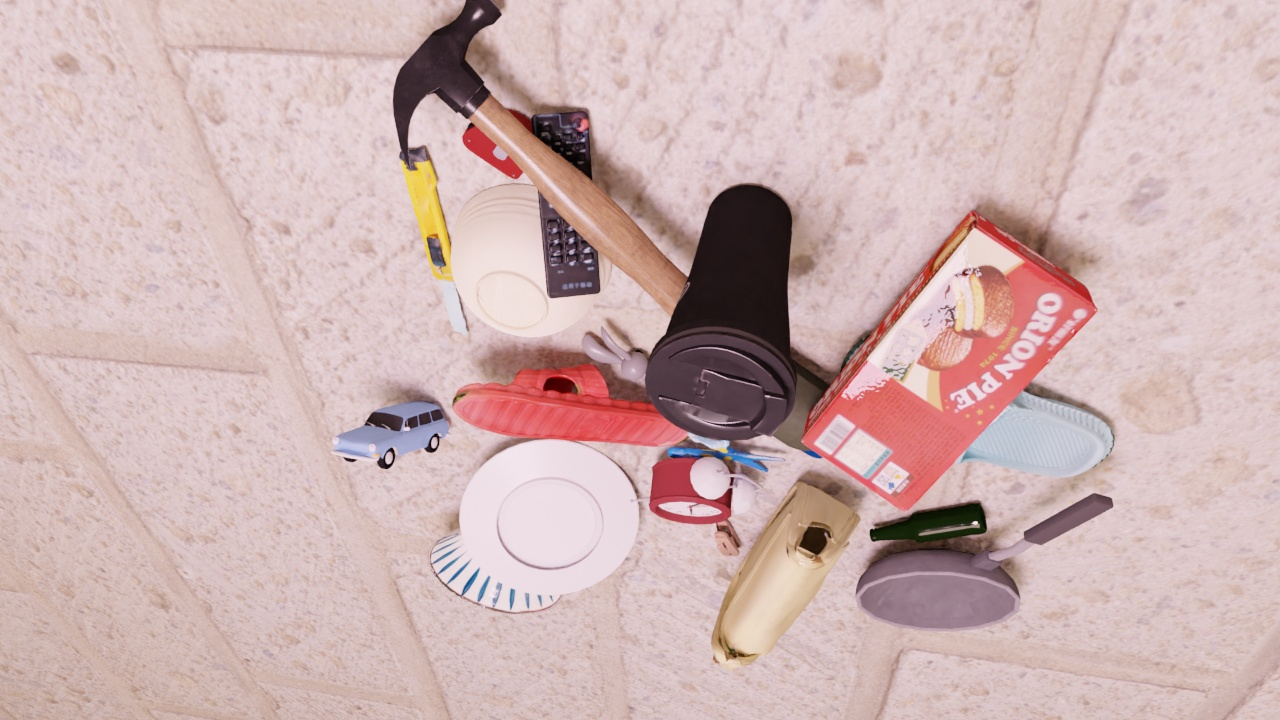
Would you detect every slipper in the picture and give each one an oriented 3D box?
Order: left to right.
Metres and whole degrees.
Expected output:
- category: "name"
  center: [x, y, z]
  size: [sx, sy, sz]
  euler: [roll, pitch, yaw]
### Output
- category: "slipper"
  center: [-0.065, 0.041, 0.940]
  size: [0.248, 0.059, 0.104]
  euler: [8, 153, -15]
- category: "slipper"
  center: [0.312, 0.058, 0.854]
  size: [0.276, 0.069, 0.116]
  euler: [21, 139, -6]

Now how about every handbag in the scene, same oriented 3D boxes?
- category: "handbag"
  center: [0.161, 0.236, 1.002]
  size: [0.088, 0.190, 0.233]
  euler: [31, 123, 8]

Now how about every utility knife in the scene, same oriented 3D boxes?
- category: "utility knife"
  center: [-0.190, -0.105, 0.868]
  size: [0.030, 0.019, 0.218]
  euler: [12, 139, 17]

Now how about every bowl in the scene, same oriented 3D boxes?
- category: "bowl"
  center: [-0.174, 0.246, 1.168]
  size: [0.177, 0.070, 0.178]
  euler: [8, 135, 8]
- category: "bowl"
  center: [-0.107, -0.075, 0.830]
  size: [0.151, 0.075, 0.151]
  euler: [8, 136, 7]

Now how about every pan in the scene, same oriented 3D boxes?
- category: "pan"
  center: [0.364, 0.213, 0.975]
  size: [0.178, 0.041, 0.358]
  euler: [16, 145, -11]

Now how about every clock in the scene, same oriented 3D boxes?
- category: "clock"
  center: [0.065, 0.141, 0.995]
  size: [0.138, 0.048, 0.096]
  euler: [-14, 147, 37]

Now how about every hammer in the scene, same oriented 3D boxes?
- category: "hammer"
  center: [-0.060, -0.130, 0.728]
  size: [0.305, 0.040, 0.132]
  euler: [42, 92, -20]

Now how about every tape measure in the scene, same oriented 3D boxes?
- category: "tape measure"
  center: [-0.114, -0.184, 0.763]
  size: [0.059, 0.019, 0.052]
  euler: [32, 133, -17]

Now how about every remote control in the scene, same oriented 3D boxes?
- category: "remote control"
  center: [-0.062, -0.128, 0.759]
  size: [0.047, 0.022, 0.150]
  euler: [-6, 107, -10]

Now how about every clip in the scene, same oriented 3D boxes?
- category: "clip"
  center: [0.102, 0.215, 1.092]
  size: [0.026, 0.049, 0.061]
  euler: [-3, 105, 17]

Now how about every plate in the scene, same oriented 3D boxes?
- category: "plate"
  center: [-0.105, 0.188, 1.065]
  size: [0.208, 0.015, 0.209]
  euler: [-1, 112, -4]

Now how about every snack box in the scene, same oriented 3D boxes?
- category: "snack box"
  center: [0.248, 0.005, 0.764]
  size: [0.113, 0.060, 0.237]
  euler: [34, 118, 2]

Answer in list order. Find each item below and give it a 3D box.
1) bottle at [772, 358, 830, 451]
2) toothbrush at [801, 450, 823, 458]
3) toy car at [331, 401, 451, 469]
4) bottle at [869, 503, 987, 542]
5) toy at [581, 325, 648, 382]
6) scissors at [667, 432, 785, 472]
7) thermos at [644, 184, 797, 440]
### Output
- category: "bottle"
  center: [0.139, 0.038, 0.877]
  size: [0.206, 0.071, 0.072]
  euler: [33, 133, -17]
- category: "toothbrush"
  center: [0.148, 0.064, 0.939]
  size: [0.022, 0.017, 0.135]
  euler: [-24, 124, 38]
- category: "toy car"
  center: [-0.265, 0.078, 0.988]
  size: [0.056, 0.153, 0.055]
  euler: [8, 99, 20]
- category: "bottle"
  center: [0.311, 0.182, 1.000]
  size: [0.123, 0.032, 0.033]
  euler: [-16, 128, 29]
- category: "toy"
  center: [-0.006, 0.005, 0.914]
  size: [0.111, 0.030, 0.049]
  euler: [32, 148, -23]
- category: "scissors"
  center: [0.094, 0.094, 0.968]
  size: [0.131, 0.018, 0.110]
  euler: [5, 154, 2]
- category: "thermos"
  center: [0.073, -0.046, 0.707]
  size: [0.106, 0.218, 0.106]
  euler: [8, 135, 8]
